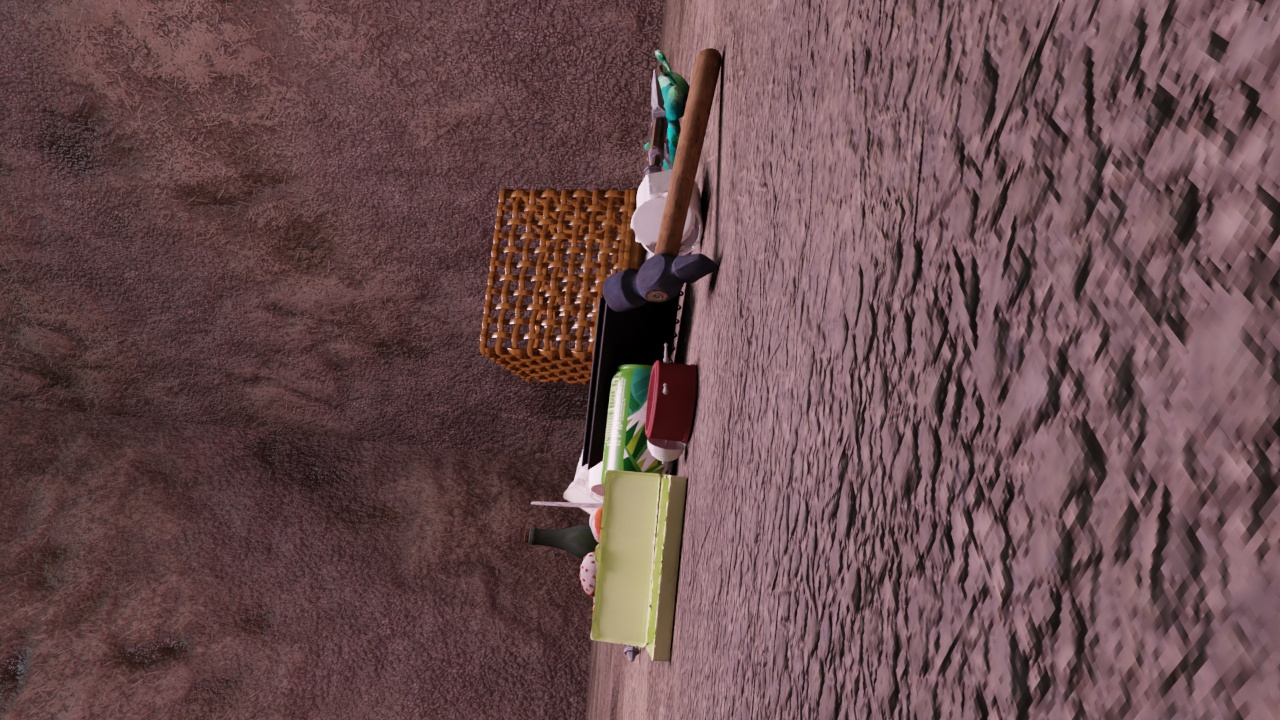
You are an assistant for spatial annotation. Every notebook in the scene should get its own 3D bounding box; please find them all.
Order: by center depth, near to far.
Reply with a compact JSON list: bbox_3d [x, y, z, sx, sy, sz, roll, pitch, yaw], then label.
[{"bbox_3d":[-0.007,0.007,1.156,0.168,0.019,0.232,-28,-46,-49],"label":"notebook"}]

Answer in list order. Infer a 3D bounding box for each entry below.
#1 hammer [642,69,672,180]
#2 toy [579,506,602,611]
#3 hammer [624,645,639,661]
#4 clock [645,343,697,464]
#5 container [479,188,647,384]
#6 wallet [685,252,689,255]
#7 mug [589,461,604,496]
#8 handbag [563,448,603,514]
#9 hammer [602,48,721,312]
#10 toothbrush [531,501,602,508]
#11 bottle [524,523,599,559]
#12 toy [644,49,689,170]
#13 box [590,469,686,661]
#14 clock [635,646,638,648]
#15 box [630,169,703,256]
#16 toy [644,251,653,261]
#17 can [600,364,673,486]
[{"bbox_3d":[0.022,-0.290,1.232,0.316,0.028,0.147,-85,-11,-63],"label":"hammer"},{"bbox_3d":[-0.027,0.233,1.135,0.164,0.093,0.172,77,-156,-51],"label":"toy"},{"bbox_3d":[-0.011,0.288,1.356,0.099,0.044,0.321,100,173,-49],"label":"hammer"},{"bbox_3d":[0.030,0.051,0.969,0.087,0.044,0.125,-87,6,-48],"label":"clock"},{"bbox_3d":[-0.088,-0.105,1.389,0.219,0.214,0.251,45,-131,-72],"label":"container"},{"bbox_3d":[0.040,-0.164,1.206,0.132,0.054,0.100,94,-176,-71],"label":"wallet"},{"bbox_3d":[-0.016,0.154,1.277,0.115,0.094,0.068,33,-124,-45],"label":"mug"},{"bbox_3d":[-0.046,0.181,1.555,0.123,0.112,0.172,-10,-57,-58],"label":"handbag"},{"bbox_3d":[0.048,-0.203,0.961,0.130,0.040,0.321,-15,53,44],"label":"hammer"},{"bbox_3d":[-0.086,0.233,1.490,0.010,0.181,0.010,105,166,-51],"label":"toothbrush"},{"bbox_3d":[-0.073,0.249,1.262,0.055,0.174,0.055,-178,94,-87],"label":"bottle"},{"bbox_3d":[0.042,-0.374,1.421,0.130,0.072,0.194,-99,6,-55],"label":"toy"},{"bbox_3d":[0.007,0.212,0.970,0.134,0.061,0.188,-4,78,48],"label":"box"},{"bbox_3d":[-0.025,0.318,1.249,0.141,0.054,0.093,-128,42,-63],"label":"clock"},{"bbox_3d":[0.030,-0.161,1.035,0.159,0.081,0.092,-90,-8,-55],"label":"box"},{"bbox_3d":[0.030,-0.135,1.301,0.075,0.037,0.125,17,-97,-56],"label":"toy"},{"bbox_3d":[0.001,0.082,1.083,0.083,0.083,0.144,113,163,-80],"label":"can"}]
